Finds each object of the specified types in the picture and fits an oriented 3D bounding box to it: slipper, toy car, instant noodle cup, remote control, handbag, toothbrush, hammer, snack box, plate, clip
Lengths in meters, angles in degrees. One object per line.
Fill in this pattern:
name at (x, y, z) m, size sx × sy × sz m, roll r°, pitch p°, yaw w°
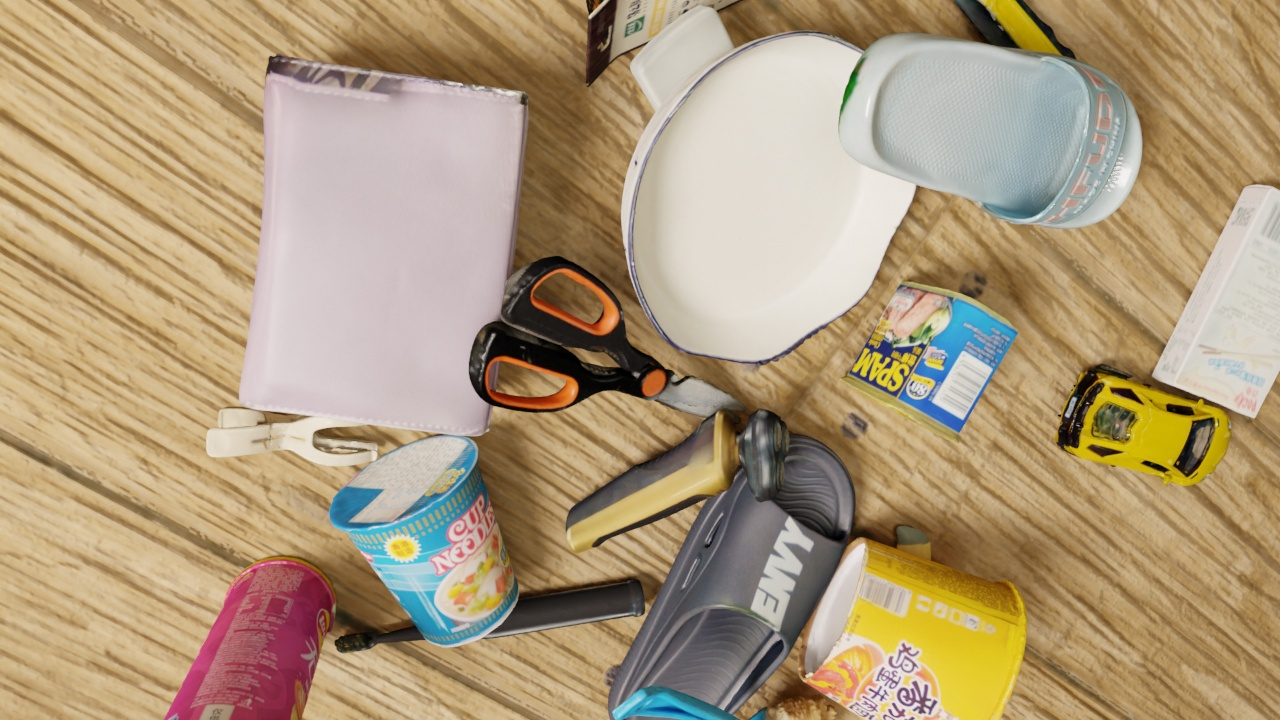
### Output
slipper at (0.225, -0.134, 0.547) m, size 0.245 × 0.074 × 0.104 m, roll 4°, pitch 115°, yaw -30°
toy car at (0.383, 0.052, 0.690) m, size 0.155 × 0.041 × 0.071 m, roll 16°, pitch 101°, yaw -15°
instant noodle cup at (-0.129, 0.119, 0.589) m, size 0.099 × 0.099 × 0.110 m, roll -23°, pitch 114°, yaw -4°
remote control at (0.050, -0.140, 0.562) m, size 0.058 × 0.021 × 0.150 m, roll -40°, pitch 131°, yaw -3°
handbag at (-0.146, -0.065, 0.532) m, size 0.145 × 0.098 × 0.197 m, roll 6°, pitch 103°, yaw -14°
toothbrush at (-0.103, 0.180, 0.638) m, size 0.212 × 0.027 × 0.026 m, roll -6°, pitch 68°, yaw -9°
slipper at (0.072, 0.182, 0.643) m, size 0.110 × 0.083 × 0.268 m, roll 28°, pitch 99°, yaw -18°
hammer at (0.204, -0.247, 0.587) m, size 0.323 × 0.032 × 0.126 m, roll 39°, pitch 94°, yaw -17°
snack box at (0.457, -0.043, 0.687) m, size 0.084 × 0.027 × 0.157 m, roll 20°, pitch 99°, yaw -15°
plate at (0.075, -0.097, 0.559) m, size 0.204 × 0.045 × 0.205 m, roll -15°, pitch 126°, yaw -23°
instant noodle cup at (0.181, 0.195, 0.637) m, size 0.110 × 0.138 × 0.138 m, roll 25°, pitch 98°, yaw 4°
clip at (-0.216, 0.045, 0.575) m, size 0.100 × 0.071 × 0.035 m, roll 4°, pitch 103°, yaw -15°
snack box at (0.015, -0.218, 0.512) m, size 0.125 × 0.113 × 0.053 m, roll -25°, pitch 90°, yaw -4°

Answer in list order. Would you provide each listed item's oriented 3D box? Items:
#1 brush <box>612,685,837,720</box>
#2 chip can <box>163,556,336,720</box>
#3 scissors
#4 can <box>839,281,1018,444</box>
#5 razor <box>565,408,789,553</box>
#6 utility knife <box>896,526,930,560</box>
brush at (0.062, 0.247, 0.622) m, size 0.083 × 0.046 × 0.254 m, roll -41°, pitch 137°, yaw 12°
chip can at (-0.225, 0.190, 0.521) m, size 0.071 × 0.210 × 0.071 m, roll -2°, pitch 104°, yaw -10°
scissors at (-0.013, 0.019, 0.572) m, size 0.141 × 0.022 × 0.235 m, roll -45°, pitch 134°, yaw -7°
can at (0.190, -0.002, 0.609) m, size 0.057 × 0.102 × 0.083 m, roll 28°, pitch 94°, yaw -16°
razor at (0.023, 0.086, 0.613) m, size 0.168 × 0.062 × 0.067 m, roll -28°, pitch 72°, yaw 13°
utility knife at (0.212, 0.226, 0.712) m, size 0.031 × 0.022 × 0.211 m, roll -5°, pitch 98°, yaw -5°
